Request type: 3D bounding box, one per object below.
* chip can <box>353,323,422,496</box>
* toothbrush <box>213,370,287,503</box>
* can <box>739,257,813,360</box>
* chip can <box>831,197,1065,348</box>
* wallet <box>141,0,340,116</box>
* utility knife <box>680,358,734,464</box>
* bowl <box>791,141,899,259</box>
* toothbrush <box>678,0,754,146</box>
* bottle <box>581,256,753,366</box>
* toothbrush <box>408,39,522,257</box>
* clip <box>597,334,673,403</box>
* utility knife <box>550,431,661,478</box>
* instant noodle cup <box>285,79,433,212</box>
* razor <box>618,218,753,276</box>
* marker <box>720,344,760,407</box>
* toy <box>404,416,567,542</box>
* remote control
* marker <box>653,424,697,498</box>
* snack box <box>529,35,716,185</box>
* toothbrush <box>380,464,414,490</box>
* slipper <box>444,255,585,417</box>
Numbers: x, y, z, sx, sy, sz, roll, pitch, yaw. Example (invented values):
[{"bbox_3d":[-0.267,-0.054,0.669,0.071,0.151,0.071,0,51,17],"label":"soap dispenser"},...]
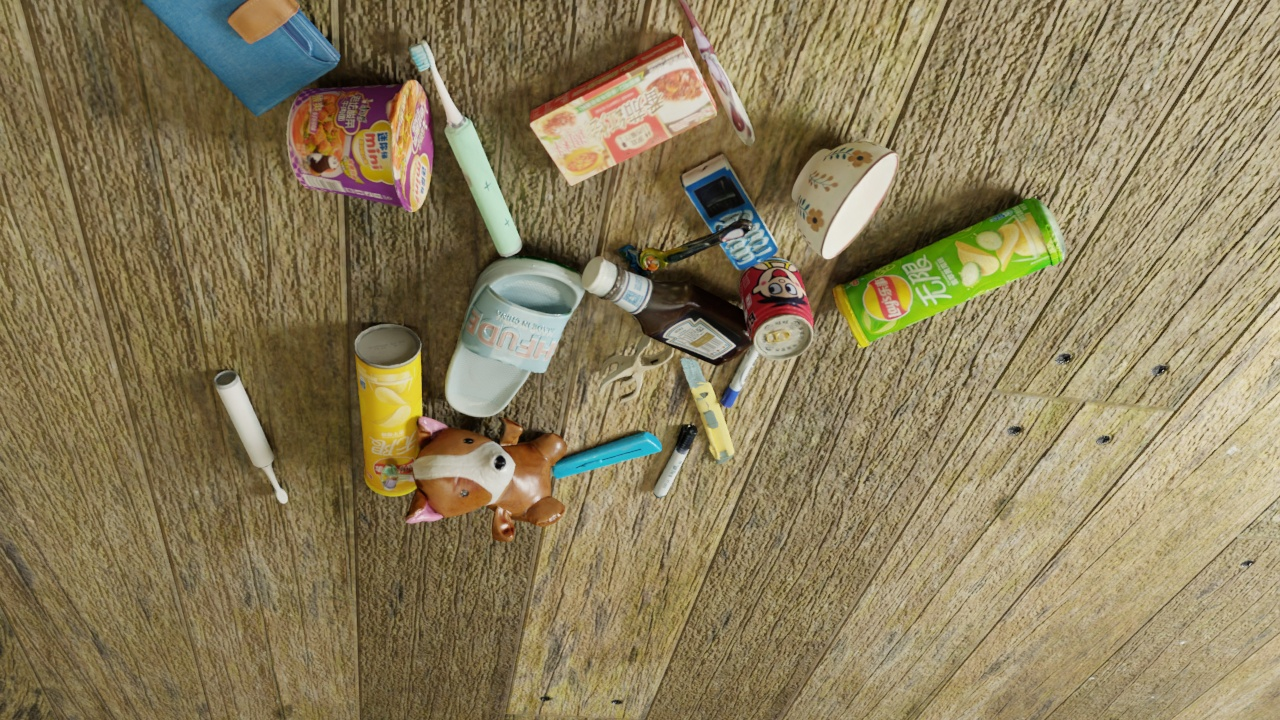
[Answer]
[{"bbox_3d":[-0.280,0.061,1.036,0.072,0.072,0.214,5,133,-8],"label":"chip can"},{"bbox_3d":[-0.458,0.099,1.093,0.026,0.026,0.221,-28,139,-25],"label":"toothbrush"},{"bbox_3d":[0.139,-0.052,0.939,0.066,0.093,0.067,-2,133,-2],"label":"can"},{"bbox_3d":[0.311,-0.088,0.930,0.222,0.072,0.072,-25,130,19],"label":"chip can"},{"bbox_3d":[-0.324,-0.273,0.746,0.107,0.040,0.133,-22,131,22],"label":"wallet"},{"bbox_3d":[0.081,0.061,1.101,0.031,0.020,0.195,-18,127,5],"label":"utility knife"},{"bbox_3d":[0.181,-0.157,0.852,0.062,0.113,0.114,37,135,21],"label":"bowl"},{"bbox_3d":[0.061,-0.259,0.792,0.016,0.017,0.187,-21,130,17],"label":"toothbrush"},{"bbox_3d":[0.028,-0.053,0.951,0.194,0.044,0.080,23,140,-30],"label":"bottle"},{"bbox_3d":[-0.156,-0.188,0.840,0.027,0.026,0.225,-32,134,-14],"label":"toothbrush"},{"bbox_3d":[0.002,0.012,1.026,0.105,0.034,0.081,-28,131,29],"label":"clip"},{"bbox_3d":[-0.074,0.129,1.150,0.207,0.018,0.034,-18,132,15],"label":"utility knife"},{"bbox_3d":[-0.240,-0.188,0.789,0.099,0.111,0.112,6,133,4],"label":"instant noodle cup"},{"bbox_3d":[0.047,-0.111,0.907,0.143,0.022,0.042,-15,137,30],"label":"razor"},{"bbox_3d":[0.124,-0.001,1.040,0.017,0.016,0.146,11,131,-14],"label":"marker"},{"bbox_3d":[-0.175,0.133,1.057,0.199,0.140,0.131,16,153,-37],"label":"toy"},{"bbox_3d":[0.089,-0.143,0.899,0.049,0.024,0.125,-24,131,18],"label":"remote control"},{"bbox_3d":[0.042,0.128,1.156,0.022,0.018,0.131,18,130,-8],"label":"marker"},{"bbox_3d":[-0.015,-0.220,0.819,0.153,0.025,0.075,-22,130,16],"label":"snack box"},{"bbox_3d":[-0.227,0.141,1.098,0.020,0.029,0.189,-3,172,38],"label":"toothbrush"},{"bbox_3d":[-0.145,-0.015,0.972,0.104,0.074,0.246,20,130,-19],"label":"slipper"}]
